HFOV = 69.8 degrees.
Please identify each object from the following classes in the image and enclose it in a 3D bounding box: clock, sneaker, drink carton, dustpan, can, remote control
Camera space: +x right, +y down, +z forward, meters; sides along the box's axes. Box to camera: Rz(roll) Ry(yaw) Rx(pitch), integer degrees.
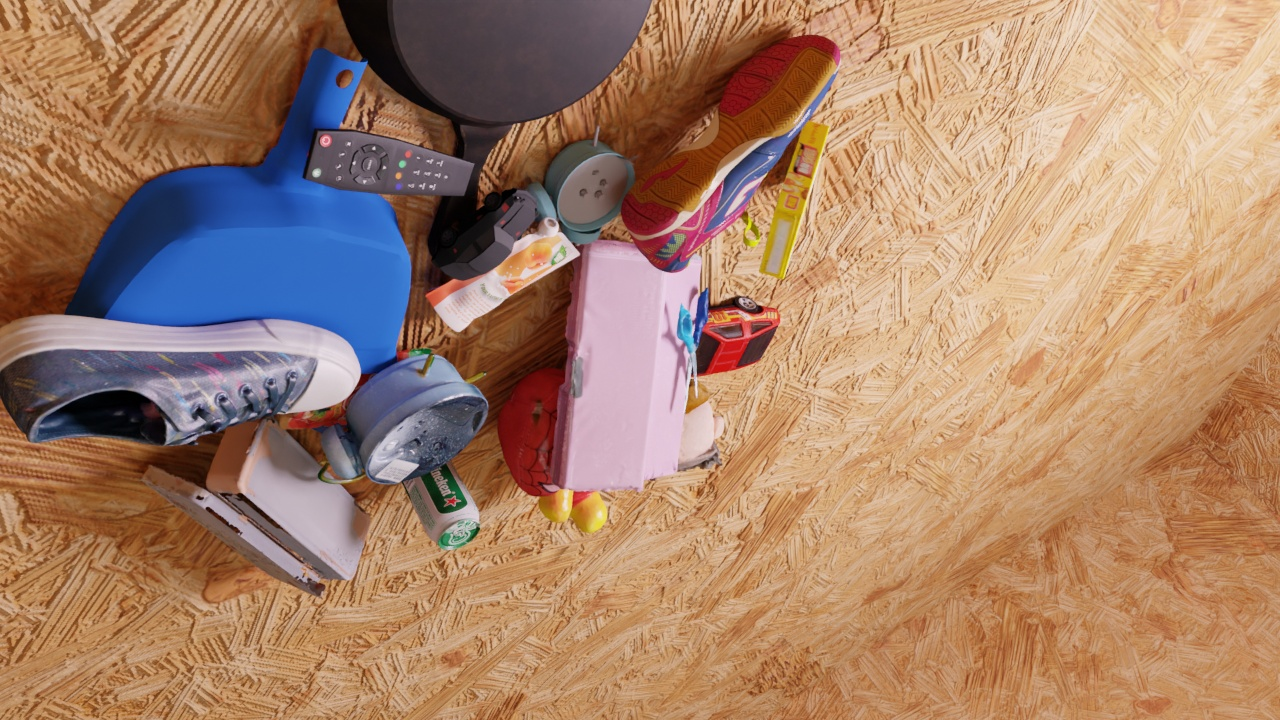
[{"bbox_3d":[-0.206,0.061,0.787,0.162,0.060,0.118,-40,159,6],"label":"clock"},{"bbox_3d":[-0.055,-0.130,0.764,0.123,0.042,0.087,-48,145,13],"label":"clock"},{"bbox_3d":[-0.298,0.024,0.618,0.235,0.079,0.088,2,138,-45],"label":"sneaker"},{"bbox_3d":[-0.112,-0.072,0.763,0.122,0.039,0.069,-29,156,6],"label":"drink carton"},{"bbox_3d":[-0.238,-0.092,0.628,0.245,0.059,0.258,0,142,-42],"label":"dustpan"},{"bbox_3d":[-0.197,0.132,0.897,0.053,0.101,0.053,-24,145,-19],"label":"can"},{"bbox_3d":[-0.164,-0.129,0.608,0.124,0.010,0.039,-3,122,-51],"label":"remote control"},{"bbox_3d":[0.084,-0.176,0.786,0.241,0.116,0.091,-45,138,-6],"label":"sneaker"}]

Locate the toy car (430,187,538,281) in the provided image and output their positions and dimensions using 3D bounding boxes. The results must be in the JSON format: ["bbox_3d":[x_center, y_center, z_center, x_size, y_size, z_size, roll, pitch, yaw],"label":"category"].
[{"bbox_3d":[-0.116,-0.094,0.707,0.092,0.036,0.042,-36,156,10],"label":"toy car"}]

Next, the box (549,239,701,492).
[{"bbox_3d":[0.002,0.006,0.872,0.179,0.059,0.233,-1,99,-43],"label":"box"}]

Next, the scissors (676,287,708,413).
[{"bbox_3d":[0.057,-0.015,0.921,0.109,0.015,0.132,-60,149,-46],"label":"scissors"}]

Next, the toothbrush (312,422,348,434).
[{"bbox_3d":[-0.264,0.065,0.831,0.021,0.016,0.132,-45,147,5],"label":"toothbrush"}]

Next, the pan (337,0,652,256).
[{"bbox_3d":[-0.097,-0.203,0.635,0.248,0.043,0.357,-10,138,-35],"label":"pan"}]

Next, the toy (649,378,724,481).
[{"bbox_3d":[0.037,0.075,1.070,0.132,0.076,0.176,-7,141,-17],"label":"toy"}]

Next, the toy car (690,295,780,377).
[{"bbox_3d":[0.069,-0.020,1.003,0.189,0.056,0.082,-7,135,-34],"label":"toy car"}]

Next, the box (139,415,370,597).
[{"bbox_3d":[-0.322,0.130,0.818,0.107,0.094,0.216,-52,151,-22],"label":"box"}]

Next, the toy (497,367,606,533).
[{"bbox_3d":[-0.078,0.090,0.948,0.216,0.099,0.147,59,47,-58],"label":"toy"}]

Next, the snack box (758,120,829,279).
[{"bbox_3d":[0.143,-0.151,0.851,0.075,0.025,0.151,99,11,-47],"label":"snack box"}]

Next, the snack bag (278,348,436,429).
[{"bbox_3d":[-0.233,0.021,0.795,0.154,0.044,0.087,-5,134,-48],"label":"snack bag"}]
